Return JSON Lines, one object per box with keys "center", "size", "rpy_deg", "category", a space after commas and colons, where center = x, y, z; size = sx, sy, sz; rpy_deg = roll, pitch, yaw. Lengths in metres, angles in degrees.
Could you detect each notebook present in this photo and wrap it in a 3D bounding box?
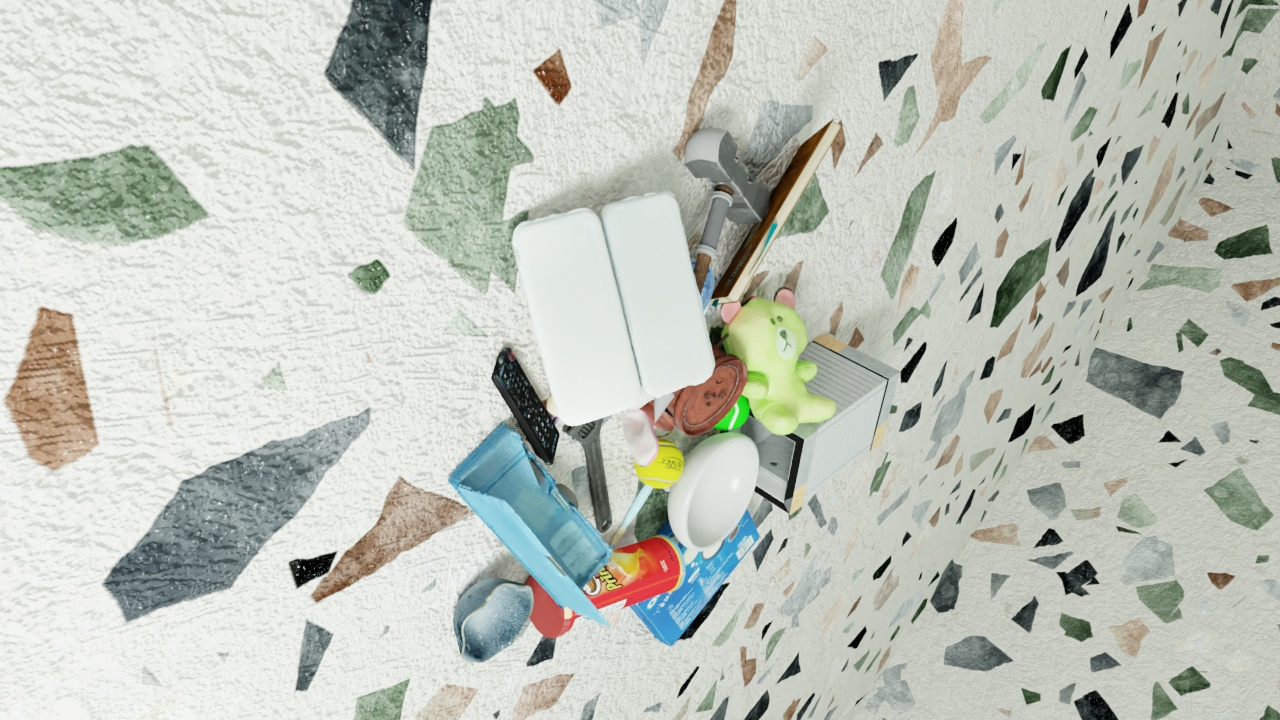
{"center": [0.154, -0.165, 1.102], "size": [0.249, 0.014, 0.178], "rpy_deg": [-59, -176, 1], "category": "notebook"}

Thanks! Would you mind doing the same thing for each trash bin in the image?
{"center": [0.257, 0.090, 1.406], "size": [0.246, 0.142, 0.143], "rpy_deg": [-28, 135, -37], "category": "trash bin"}

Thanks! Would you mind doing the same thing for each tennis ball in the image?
{"center": [0.025, 0.137, 1.217], "size": [0.065, 0.065, 0.065], "rpy_deg": [-31, 137, -34], "category": "tennis ball"}
{"center": [0.120, 0.066, 1.282], "size": [0.065, 0.065, 0.065], "rpy_deg": [-31, 137, -34], "category": "tennis ball"}

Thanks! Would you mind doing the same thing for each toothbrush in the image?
{"center": [-0.013, 0.219, 1.276], "size": [0.155, 0.016, 0.022], "rpy_deg": [-61, 169, 3], "category": "toothbrush"}

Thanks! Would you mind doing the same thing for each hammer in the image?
{"center": [0.062, -0.085, 1.012], "size": [0.156, 0.043, 0.321], "rpy_deg": [39, 63, -52], "category": "hammer"}

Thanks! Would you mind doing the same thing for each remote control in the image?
{"center": [-0.124, 0.052, 0.984], "size": [0.150, 0.022, 0.047], "rpy_deg": [67, 24, -43], "category": "remote control"}

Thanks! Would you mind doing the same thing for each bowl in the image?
{"center": [-0.183, 0.298, 1.087], "size": [0.110, 0.055, 0.110], "rpy_deg": [-31, 136, -34], "category": "bowl"}
{"center": [0.092, 0.176, 1.296], "size": [0.176, 0.066, 0.177], "rpy_deg": [-29, 131, -40], "category": "bowl"}

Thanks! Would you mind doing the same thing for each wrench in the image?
{"center": [-0.057, 0.130, 1.154], "size": [0.073, 0.018, 0.274], "rpy_deg": [-38, 142, -29], "category": "wrench"}

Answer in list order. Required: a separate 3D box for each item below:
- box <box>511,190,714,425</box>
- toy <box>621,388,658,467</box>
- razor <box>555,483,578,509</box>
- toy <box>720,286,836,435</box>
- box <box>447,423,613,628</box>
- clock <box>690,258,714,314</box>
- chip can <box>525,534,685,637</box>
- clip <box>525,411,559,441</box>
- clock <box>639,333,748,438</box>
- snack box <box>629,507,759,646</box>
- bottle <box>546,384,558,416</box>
{"center": [-0.022, -0.054, 0.921], "size": [0.191, 0.045, 0.209], "rpy_deg": [-15, 99, -23], "category": "box"}
{"center": [-0.006, 0.006, 1.054], "size": [0.084, 0.159, 0.194], "rpy_deg": [-2, 112, -6], "category": "toy"}
{"center": [-0.114, 0.215, 1.129], "size": [0.088, 0.047, 0.116], "rpy_deg": [-40, 149, -26], "category": "razor"}
{"center": [0.177, 0.004, 1.250], "size": [0.149, 0.196, 0.107], "rpy_deg": [-16, 172, -36], "category": "toy"}
{"center": [-0.095, 0.187, 1.006], "size": [0.094, 0.112, 0.231], "rpy_deg": [-45, 125, -20], "category": "box"}
{"center": [0.044, -0.072, 1.093], "size": [0.088, 0.052, 0.125], "rpy_deg": [-39, 141, -28], "category": "clock"}
{"center": [-0.043, 0.294, 1.214], "size": [0.212, 0.087, 0.087], "rpy_deg": [-8, 121, -42], "category": "chip can"}
{"center": [-0.109, 0.080, 1.052], "size": [0.051, 0.014, 0.043], "rpy_deg": [-40, 142, -22], "category": "clip"}
{"center": [0.064, 0.041, 1.175], "size": [0.120, 0.072, 0.158], "rpy_deg": [-1, 125, -51], "category": "clock"}
{"center": [0.078, 0.311, 1.429], "size": [0.238, 0.056, 0.196], "rpy_deg": [-47, 144, -15], "category": "snack box"}
{"center": [-0.070, -0.017, 0.983], "size": [0.059, 0.060, 0.166], "rpy_deg": [-12, 124, -47], "category": "bottle"}
